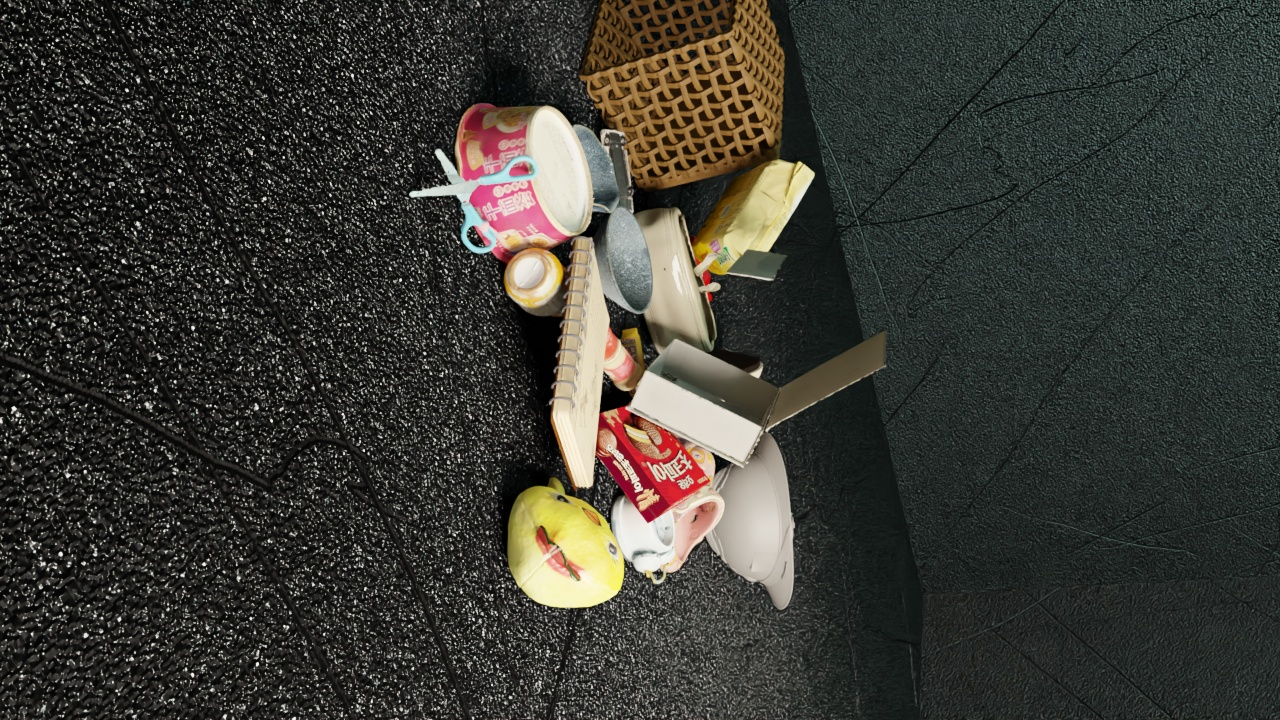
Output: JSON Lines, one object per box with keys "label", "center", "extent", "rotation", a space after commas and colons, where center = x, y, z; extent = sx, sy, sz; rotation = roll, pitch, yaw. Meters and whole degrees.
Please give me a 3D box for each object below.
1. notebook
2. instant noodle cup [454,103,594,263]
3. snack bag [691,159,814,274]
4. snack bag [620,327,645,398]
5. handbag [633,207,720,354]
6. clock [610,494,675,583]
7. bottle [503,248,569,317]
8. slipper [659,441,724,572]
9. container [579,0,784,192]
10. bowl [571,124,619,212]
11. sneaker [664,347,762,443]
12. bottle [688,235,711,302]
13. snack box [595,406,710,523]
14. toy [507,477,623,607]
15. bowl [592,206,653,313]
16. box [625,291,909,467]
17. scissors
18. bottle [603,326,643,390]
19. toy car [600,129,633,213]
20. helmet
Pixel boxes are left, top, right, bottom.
{"label": "notebook", "center": [-0.060, 0.001, 0.960], "extent": [0.168, 0.024, 0.225], "rotation": [81, 11, -56]}
{"label": "instant noodle cup", "center": [-0.113, -0.194, 0.975], "extent": [0.178, 0.078, 0.178], "rotation": [-9, 90, -68]}
{"label": "snack bag", "center": [0.149, -0.206, 1.324], "extent": [0.159, 0.068, 0.247], "rotation": [-59, -169, -3]}
{"label": "snack bag", "center": [-0.007, 0.007, 1.220], "extent": [0.020, 0.026, 0.099], "rotation": [-14, 96, -68]}
{"label": "handbag", "center": [0.071, -0.115, 1.341], "extent": [0.183, 0.132, 0.229], "rotation": [-44, 124, -72]}
{"label": "clock", "center": [0.007, 0.215, 1.126], "extent": [0.083, 0.057, 0.117], "rotation": [-8, 82, -68]}
{"label": "bottle", "center": [-0.102, -0.077, 0.977], "extent": [0.109, 0.063, 0.063], "rotation": [48, 37, -73]}
{"label": "slipper", "center": [0.075, 0.201, 1.254], "extent": [0.093, 0.082, 0.196], "rotation": [65, 34, -42]}
{"label": "container", "center": [0.073, -0.425, 1.329], "extent": [0.214, 0.220, 0.251], "rotation": [57, 32, -44]}
{"label": "bowl", "center": [-0.075, -0.223, 1.103], "extent": [0.110, 0.055, 0.110], "rotation": [41, 41, -48]}
{"label": "sneaker", "center": [0.113, 0.058, 1.417], "extent": [0.293, 0.112, 0.116], "rotation": [-29, 130, -68]}
{"label": "bottle", "center": [0.093, -0.147, 1.511], "extent": [0.036, 0.036, 0.119], "rotation": [-71, 145, -50]}
{"label": "snack box", "center": [0.009, 0.119, 1.120], "extent": [0.132, 0.036, 0.151], "rotation": [52, 19, 11]}
{"label": "toy", "center": [-0.070, 0.182, 0.916], "extent": [0.134, 0.092, 0.207], "rotation": [48, 14, 8]}
{"label": "bowl", "center": [-0.037, -0.122, 1.159], "extent": [0.137, 0.057, 0.137], "rotation": [-9, 90, -68]}
{"label": "box", "center": [0.161, 0.013, 1.133], "extent": [0.165, 0.331, 0.166], "rotation": [63, 21, -8]}
{"label": "scissors", "center": [-0.148, -0.162, 0.870], "extent": [0.015, 0.129, 0.135], "rotation": [49, -8, 30]}
{"label": "bottle", "center": [-0.034, -0.003, 1.137], "extent": [0.109, 0.044, 0.044], "rotation": [52, 36, -51]}
{"label": "toy car", "center": [-0.037, -0.253, 1.238], "extent": [0.039, 0.039, 0.113], "rotation": [-2, 82, -41]}
{"label": "helmet", "center": [0.154, 0.250, 1.412], "extent": [0.183, 0.117, 0.271], "rotation": [171, -84, -82]}
